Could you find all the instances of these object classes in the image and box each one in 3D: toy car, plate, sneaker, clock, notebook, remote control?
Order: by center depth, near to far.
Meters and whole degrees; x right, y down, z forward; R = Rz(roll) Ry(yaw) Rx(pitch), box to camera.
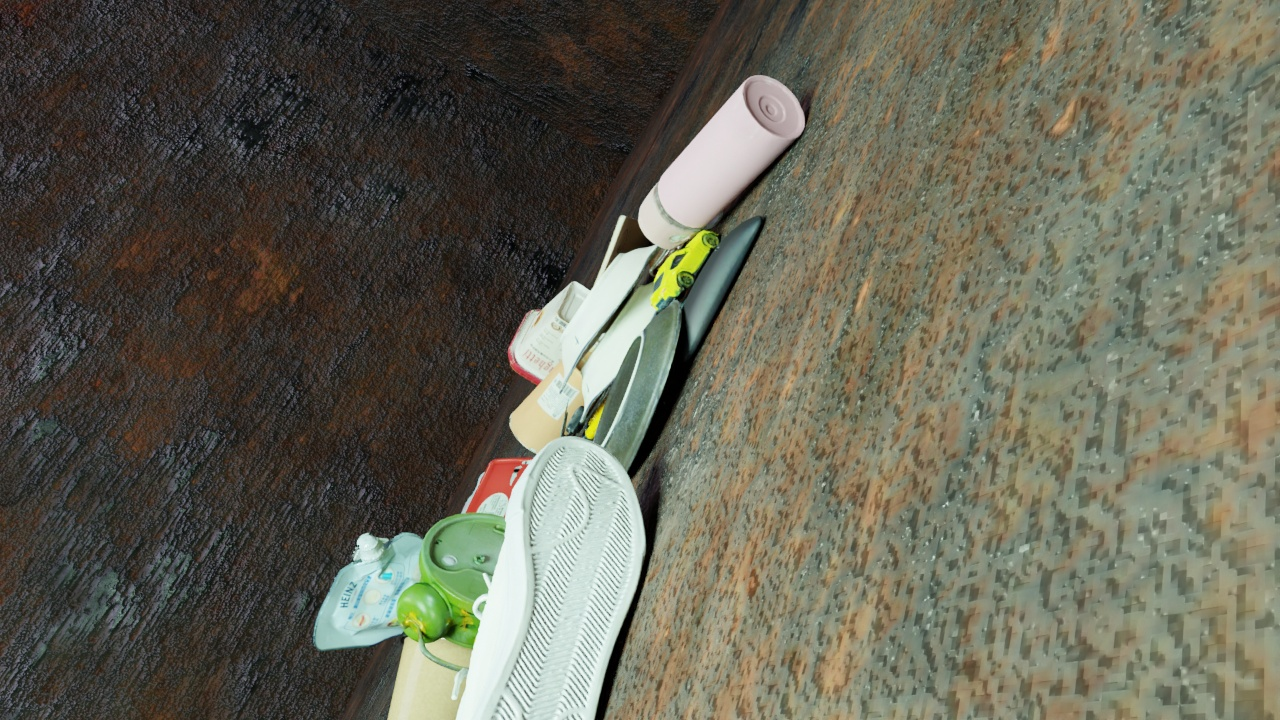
[{"bbox_3d":[-0.058,0.160,0.552,0.091,0.089,0.241,122,165,-46],"label":"sneaker"},{"bbox_3d":[0.057,-0.061,0.740,0.136,0.024,0.053,-62,8,-6],"label":"remote control"},{"bbox_3d":[-0.133,0.193,0.756,0.161,0.116,0.056,-73,3,-64],"label":"clock"},{"bbox_3d":[-0.010,0.030,0.766,0.179,0.024,0.179,-162,92,-83],"label":"plate"},{"bbox_3d":[0.039,-0.088,0.866,0.105,0.032,0.048,-55,4,-37],"label":"toy car"},{"bbox_3d":[-0.018,-0.024,0.942,0.163,0.034,0.165,-57,4,-32],"label":"plate"},{"bbox_3d":[-0.038,-0.056,0.942,0.165,0.034,0.163,-53,3,35],"label":"plate"},{"bbox_3d":[-0.024,-0.099,1.105,0.207,0.008,0.148,-24,-44,-77],"label":"notebook"}]

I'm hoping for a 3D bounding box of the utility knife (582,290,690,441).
[{"bbox_3d":[-0.005,0.005,0.913,0.224,0.015,0.033,-54,13,32],"label":"utility knife"}]

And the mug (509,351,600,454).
[{"bbox_3d":[-0.093,0.047,1.094,0.123,0.078,0.078,-52,13,29],"label":"mug"}]

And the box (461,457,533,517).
[{"bbox_3d":[-0.170,0.211,1.087,0.201,0.095,0.101,-73,-24,-55],"label":"box"}]

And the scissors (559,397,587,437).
[{"bbox_3d":[-0.086,0.090,0.971,0.180,0.014,0.160,-51,-19,-69],"label":"scissors"}]

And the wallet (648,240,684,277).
[{"bbox_3d":[0.045,-0.163,1.093,0.125,0.032,0.101,-59,12,16],"label":"wallet"}]

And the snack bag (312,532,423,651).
[{"bbox_3d":[-0.195,0.211,0.831,0.039,0.190,0.110,38,103,43],"label":"snack bag"}]

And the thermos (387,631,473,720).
[{"bbox_3d":[-0.172,0.292,0.774,0.093,0.093,0.143,131,156,-54],"label":"thermos"}]

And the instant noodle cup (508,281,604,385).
[{"bbox_3d":[-0.099,-0.031,1.234,0.125,0.116,0.116,-44,18,43],"label":"instant noodle cup"}]

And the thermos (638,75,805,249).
[{"bbox_3d":[0.074,-0.173,0.847,0.199,0.087,0.067,-43,53,53],"label":"thermos"}]
